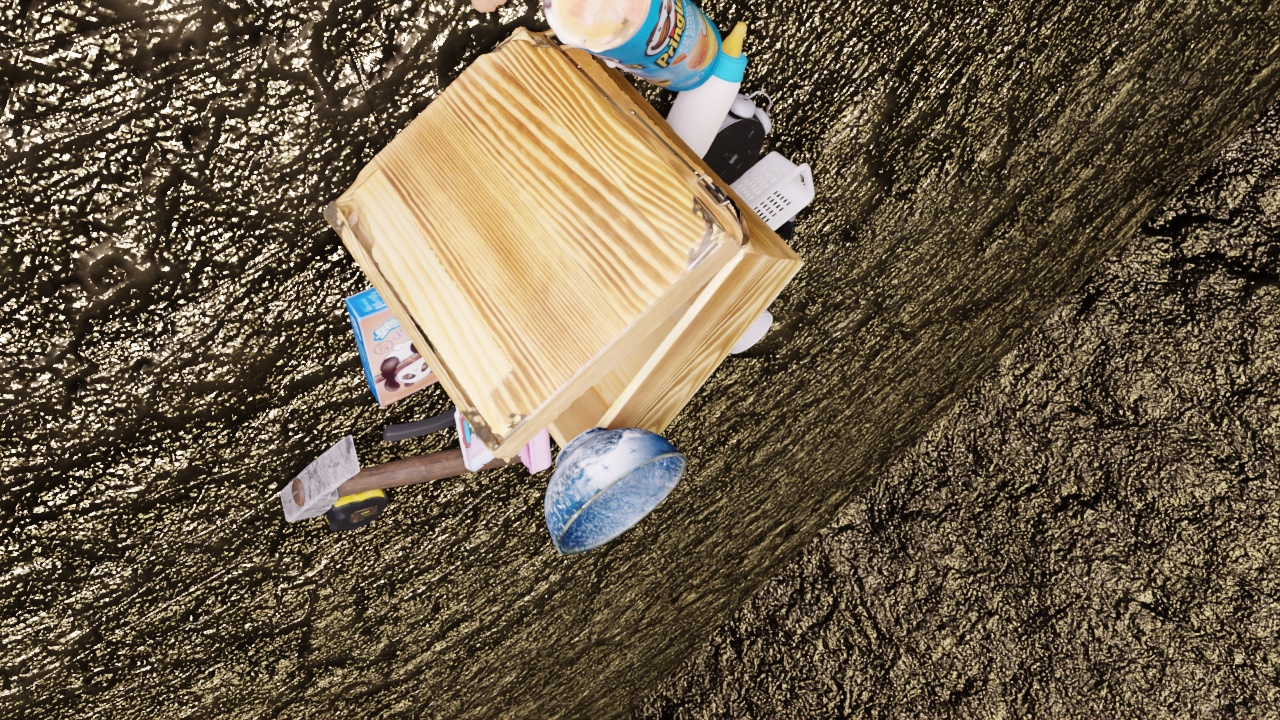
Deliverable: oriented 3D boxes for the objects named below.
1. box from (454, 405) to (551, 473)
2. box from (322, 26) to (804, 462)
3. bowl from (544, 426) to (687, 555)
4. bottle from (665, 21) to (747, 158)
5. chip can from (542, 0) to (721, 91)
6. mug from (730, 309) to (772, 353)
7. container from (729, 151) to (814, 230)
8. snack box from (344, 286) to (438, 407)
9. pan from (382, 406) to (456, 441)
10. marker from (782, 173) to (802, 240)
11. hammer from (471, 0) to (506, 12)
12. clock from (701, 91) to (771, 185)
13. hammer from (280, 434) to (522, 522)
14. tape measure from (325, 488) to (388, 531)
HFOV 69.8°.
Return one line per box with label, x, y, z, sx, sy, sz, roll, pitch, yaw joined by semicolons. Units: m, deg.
box;-0.154;0.028;0.942;0.095;0.088;0.202;-13;125;-16
box;-0.063;-0.100;0.721;0.215;0.279;0.258;3;132;-53
bowl;-0.028;0.085;0.682;0.114;0.060;0.114;-30;156;-15
bottle;0.066;-0.259;0.885;0.051;0.051;0.147;-14;145;-41
chip can;0.002;-0.258;0.708;0.080;0.080;0.229;-47;173;18
mug;0.124;-0.078;1.213;0.073;0.090;0.111;-22;150;-30
container;0.141;-0.190;1.098;0.129;0.049;0.081;-38;155;0
snack box;-0.234;-0.022;0.908;0.087;0.034;0.152;-27;152;-23
pan;-0.145;0.026;1.064;0.355;0.067;0.209;-14;145;-40
marker;0.198;-0.200;1.189;0.016;0.022;0.139;-22;152;-11
hammer;0.009;-0.347;0.654;0.318;0.083;0.162;-33;155;8
clock;0.092;-0.236;0.978;0.123;0.035;0.094;-47;153;17
hammer;-0.220;0.108;1.011;0.299;0.037;0.218;-8;165;-38
tape measure;-0.336;0.169;1.082;0.072;0.042;0.072;-24;148;-32
